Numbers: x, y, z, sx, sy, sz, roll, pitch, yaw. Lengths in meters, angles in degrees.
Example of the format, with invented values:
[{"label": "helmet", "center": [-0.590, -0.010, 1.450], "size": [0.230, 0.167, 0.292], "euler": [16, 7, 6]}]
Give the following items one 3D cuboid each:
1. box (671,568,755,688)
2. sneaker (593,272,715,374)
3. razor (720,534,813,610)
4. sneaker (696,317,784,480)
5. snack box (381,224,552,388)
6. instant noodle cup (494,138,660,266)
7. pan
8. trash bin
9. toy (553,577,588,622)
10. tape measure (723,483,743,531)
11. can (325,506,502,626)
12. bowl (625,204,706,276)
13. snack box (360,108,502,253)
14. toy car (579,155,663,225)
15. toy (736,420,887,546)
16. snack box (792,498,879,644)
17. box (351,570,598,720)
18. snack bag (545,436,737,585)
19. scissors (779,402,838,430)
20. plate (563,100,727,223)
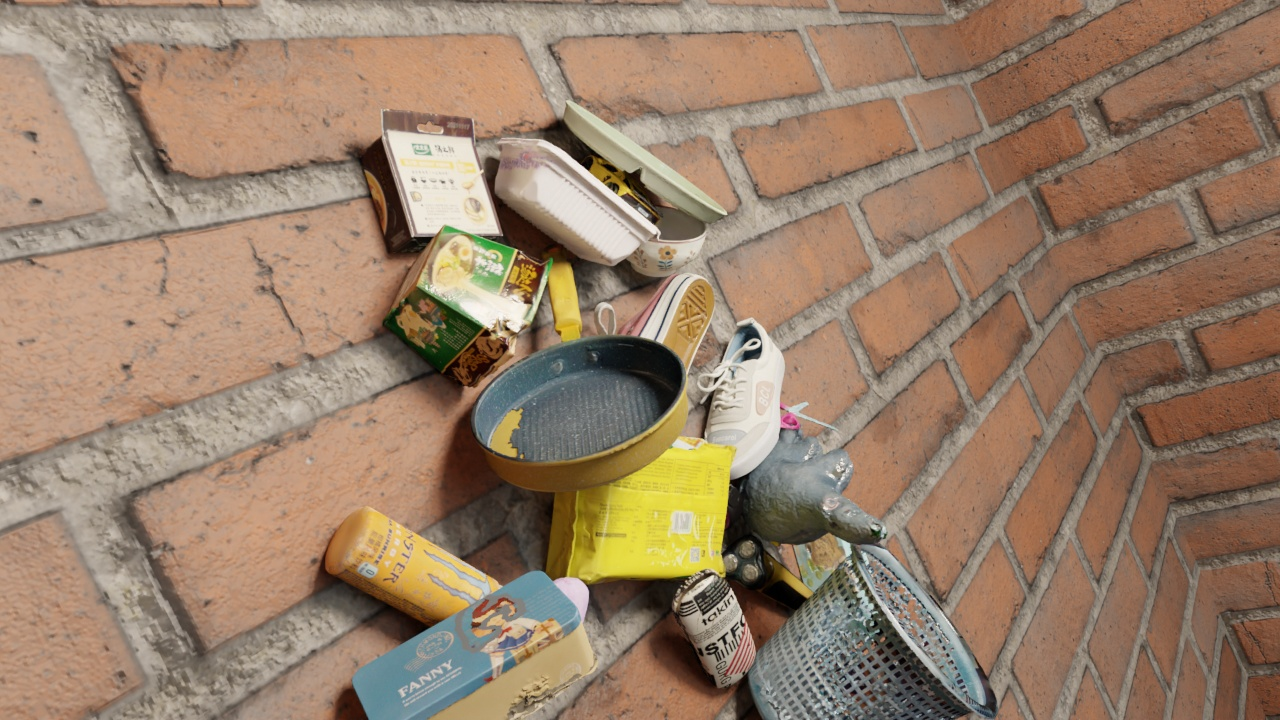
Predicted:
[{"label": "box", "center": [0.082, 0.284, 0.954], "size": [0.071, 0.060, 0.164], "euler": [-53, 134, -32]}, {"label": "sneaker", "center": [-0.006, 0.006, 1.004], "size": [0.118, 0.088, 0.240], "euler": [44, 67, -41]}, {"label": "razor", "center": [0.158, 0.263, 1.091], "size": [0.167, 0.062, 0.067], "euler": [39, 14, -37]}, {"label": "sneaker", "center": [0.123, 0.038, 1.125], "size": [0.091, 0.090, 0.241], "euler": [62, 33, -30]}, {"label": "snack box", "center": [-0.163, -0.057, 0.845], "size": [0.105, 0.119, 0.117], "euler": [32, 50, -22]}, {"label": "instant noodle cup", "center": [-0.079, -0.163, 0.983], "size": [0.173, 0.138, 0.060], "euler": [37, 82, -33]}, {"label": "pan", "center": [-0.067, -0.011, 0.886], "size": [0.356, 0.197, 0.078], "euler": [-105, -178, -59]}, {"label": "trash bin", "center": [0.232, 0.334, 0.993], "size": [0.226, 0.195, 0.226], "euler": [44, 15, -15]}, {"label": "toy", "center": [-0.072, 0.244, 0.824], "size": [0.083, 0.039, 0.108], "euler": [-7, 110, -52]}, {"label": "tape measure", "center": [0.089, 0.165, 1.055], "size": [0.039, 0.057, 0.058], "euler": [-44, 137, -48]}, {"label": "can", "center": [-0.180, 0.176, 0.744], "size": [0.146, 0.058, 0.058], "euler": [39, 46, -29]}, {"label": "bowl", "center": [0.020, -0.140, 1.108], "size": [0.113, 0.113, 0.062], "euler": [-39, 145, -50]}, {"label": "snack box", "center": [-0.202, -0.172, 0.894], "size": [0.113, 0.053, 0.125], "euler": [-10, 79, -50]}, {"label": "toy car", "center": [-0.026, -0.198, 1.060], "size": [0.071, 0.041, 0.155], "euler": [35, 11, -36]}, {"label": "toy", "center": [0.180, 0.151, 1.074], "size": [0.091, 0.138, 0.356], "euler": [60, -1, -14]}, {"label": "snack box", "center": [0.248, 0.268, 1.171], "size": [0.051, 0.074, 0.174], "euler": [-1, 72, -49]}, {"label": "box", "center": [-0.129, 0.239, 0.699], "size": [0.184, 0.090, 0.062], "euler": [-25, 115, -25]}, {"label": "snack bag", "center": [0.012, 0.152, 0.932], "size": [0.246, 0.068, 0.158], "euler": [12, 83, -45]}, {"label": "scissors", "center": [0.191, 0.066, 1.182], "size": [0.133, 0.133, 0.017], "euler": [-20, 130, -64]}, {"label": "plate", "center": [0.003, -0.230, 1.083], "size": [0.230, 0.027, 0.230], "euler": [34, 13, -9]}]
